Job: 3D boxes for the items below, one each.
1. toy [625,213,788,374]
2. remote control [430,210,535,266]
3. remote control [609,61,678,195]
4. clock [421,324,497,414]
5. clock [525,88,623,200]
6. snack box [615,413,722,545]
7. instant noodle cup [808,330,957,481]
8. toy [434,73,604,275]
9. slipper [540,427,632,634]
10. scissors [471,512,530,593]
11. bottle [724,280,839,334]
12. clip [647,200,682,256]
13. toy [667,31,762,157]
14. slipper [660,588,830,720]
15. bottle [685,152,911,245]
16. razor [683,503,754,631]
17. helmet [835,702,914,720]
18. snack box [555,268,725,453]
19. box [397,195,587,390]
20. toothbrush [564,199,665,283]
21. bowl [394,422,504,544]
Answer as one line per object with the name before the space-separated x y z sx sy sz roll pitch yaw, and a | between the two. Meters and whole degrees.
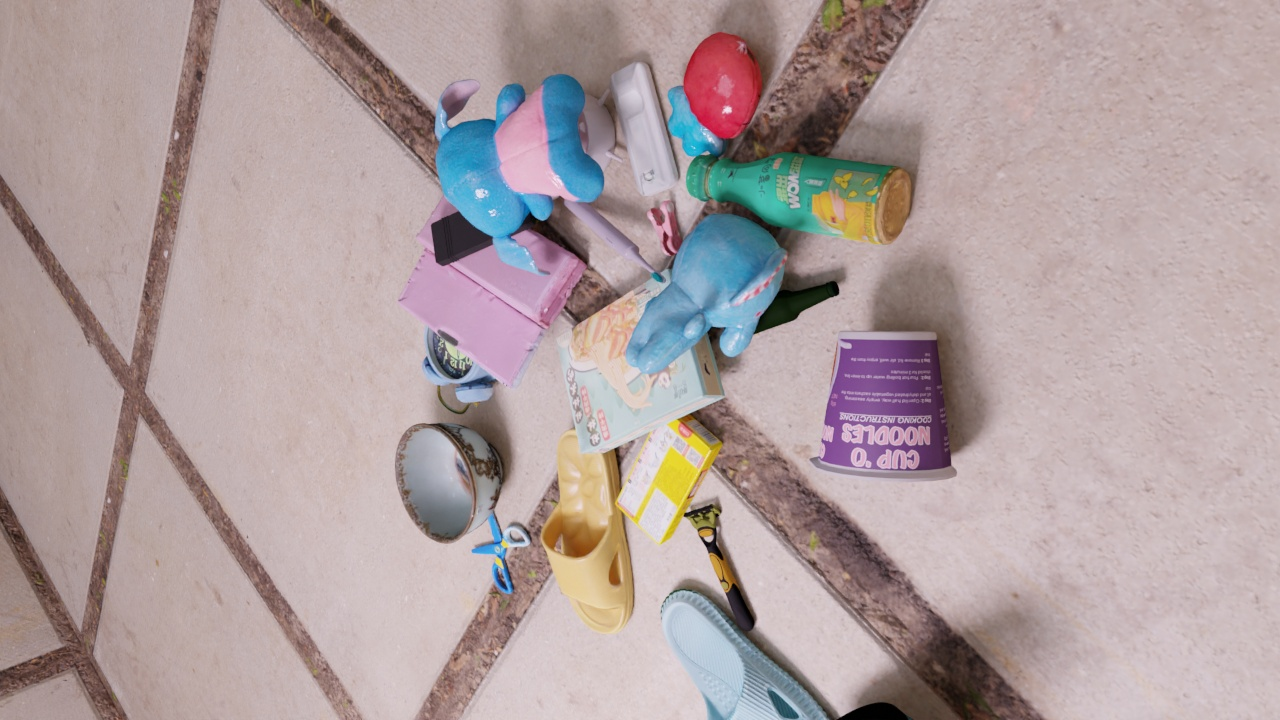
toy | 0.065 -0.051 0.861 0.180 0.115 0.183 -52 22 -3
remote control | -0.188 -0.161 1.087 0.134 0.013 0.058 -20 67 18
remote control | 0.001 -0.241 0.958 0.050 0.022 0.133 -14 92 41
clock | -0.226 -0.009 1.181 0.118 0.059 0.162 25 113 32
clock | -0.097 -0.241 1.015 0.160 0.060 0.120 -6 97 39
snack box | 0.029 0.128 1.028 0.075 0.025 0.153 41 124 25
instant noodle cup | 0.209 0.035 0.807 0.137 0.121 0.122 3 94 48
toy | -0.126 -0.196 0.963 0.192 0.098 0.224 -13 103 33
slipper | -0.073 0.210 1.100 0.100 0.078 0.263 8 106 40
scissors | -0.191 0.258 1.252 0.127 0.013 0.125 -16 92 37
bottle | 0.136 -0.051 0.889 0.123 0.033 0.033 -20 88 40
clip | 0.023 -0.139 0.968 0.045 0.023 0.060 10 106 42
toy | 0.070 -0.249 0.880 0.133 0.062 0.092 -47 61 55
slipper | 0.110 0.367 0.996 0.276 0.069 0.116 45 122 23
bottle | 0.136 -0.155 0.838 0.210 0.067 0.068 18 112 36
razor | 0.092 0.229 1.007 0.044 0.021 0.144 -26 86 41
helmet | 0.252 0.419 0.798 0.200 0.176 0.276 39 148 7
snack box | -0.006 0.006 0.998 0.194 0.044 0.141 -28 69 40
box | -0.191 -0.094 1.101 0.233 0.040 0.179 32 94 29
toothbrush | -0.028 -0.131 0.983 0.188 0.019 0.018 45 124 39
bowl | -0.237 0.151 1.209 0.160 0.093 0.160 11 108 38
